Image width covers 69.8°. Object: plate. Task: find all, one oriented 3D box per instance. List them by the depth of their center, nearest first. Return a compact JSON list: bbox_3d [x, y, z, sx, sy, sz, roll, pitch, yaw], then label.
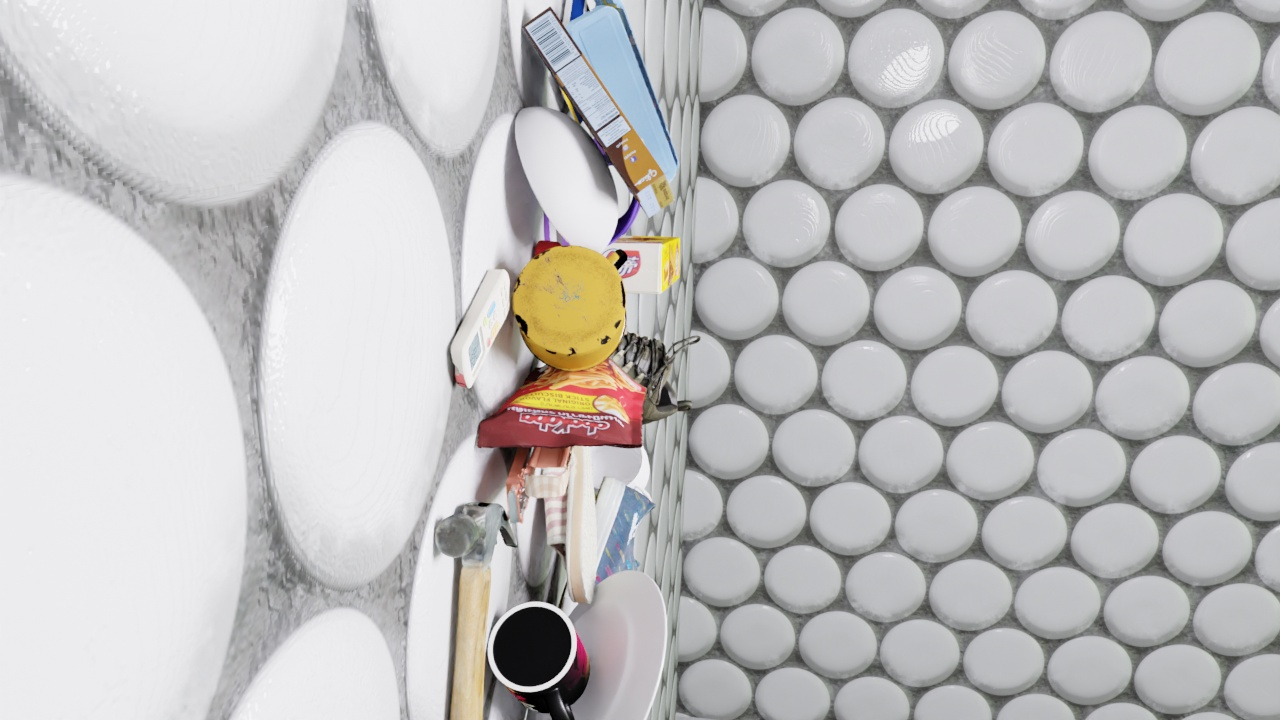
[{"bbox_3d":[-0.056,0.324,0.931,0.243,0.016,0.242,-45,-155,28],"label":"plate"}]

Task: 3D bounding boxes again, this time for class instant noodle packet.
[{"bbox_3d":[-0.069,-0.331,0.989,0.087,0.026,0.134,61,34,-68],"label":"instant noodle packet"}]

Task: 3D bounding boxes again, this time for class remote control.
[{"bbox_3d":[-0.126,-0.028,0.732,0.125,0.018,0.038,-76,167,-52],"label":"remote control"}]

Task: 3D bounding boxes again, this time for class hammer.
[{"bbox_3d":[-0.139,0.278,0.741,0.132,0.033,0.330,-5,99,-84],"label":"hammer"}]

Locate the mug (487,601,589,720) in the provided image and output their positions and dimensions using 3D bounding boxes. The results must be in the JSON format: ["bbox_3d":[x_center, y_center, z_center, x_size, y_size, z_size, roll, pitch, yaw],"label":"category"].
[{"bbox_3d":[-0.087,0.298,0.865,0.098,0.081,0.118,81,-16,-58],"label":"mug"}]

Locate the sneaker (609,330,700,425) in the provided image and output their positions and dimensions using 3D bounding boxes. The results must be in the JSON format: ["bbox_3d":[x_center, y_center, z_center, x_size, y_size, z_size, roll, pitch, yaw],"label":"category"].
[{"bbox_3d":[-0.007,0.006,1.069,0.238,0.143,0.100,59,33,-47],"label":"sneaker"}]

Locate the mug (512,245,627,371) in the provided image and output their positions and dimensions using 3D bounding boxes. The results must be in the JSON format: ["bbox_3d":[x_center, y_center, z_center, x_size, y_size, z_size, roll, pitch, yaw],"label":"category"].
[{"bbox_3d":[-0.054,-0.055,0.815,0.123,0.100,0.094,-48,177,-7],"label":"mug"}]

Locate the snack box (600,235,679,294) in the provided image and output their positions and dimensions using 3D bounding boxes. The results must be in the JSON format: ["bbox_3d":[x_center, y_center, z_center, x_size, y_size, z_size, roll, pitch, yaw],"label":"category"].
[{"bbox_3d":[-0.010,-0.130,1.211,0.230,0.110,0.062,-51,143,-77],"label":"snack box"}]

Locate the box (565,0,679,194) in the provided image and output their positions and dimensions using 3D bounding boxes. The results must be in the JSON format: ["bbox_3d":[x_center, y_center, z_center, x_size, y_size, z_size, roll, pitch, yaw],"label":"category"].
[{"bbox_3d":[-0.025,-0.285,0.996,0.085,0.073,0.209,52,-12,55],"label":"box"}]

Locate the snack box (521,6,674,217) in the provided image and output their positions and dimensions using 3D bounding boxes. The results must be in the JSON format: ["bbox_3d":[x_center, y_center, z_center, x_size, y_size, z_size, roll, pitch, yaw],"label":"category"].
[{"bbox_3d":[-0.036,-0.227,0.857,0.186,0.032,0.101,57,5,6],"label":"snack box"}]

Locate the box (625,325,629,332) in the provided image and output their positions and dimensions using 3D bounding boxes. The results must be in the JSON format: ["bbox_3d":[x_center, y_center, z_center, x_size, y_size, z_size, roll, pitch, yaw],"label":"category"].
[{"bbox_3d":[-0.047,0.023,1.255,0.188,0.058,0.144,79,17,-50],"label":"box"}]

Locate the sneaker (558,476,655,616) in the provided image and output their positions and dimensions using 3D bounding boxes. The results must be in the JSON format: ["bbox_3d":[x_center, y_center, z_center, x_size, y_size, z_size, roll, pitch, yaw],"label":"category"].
[{"bbox_3d":[-0.046,0.262,1.110,0.087,0.079,0.235,114,-5,-74],"label":"sneaker"}]

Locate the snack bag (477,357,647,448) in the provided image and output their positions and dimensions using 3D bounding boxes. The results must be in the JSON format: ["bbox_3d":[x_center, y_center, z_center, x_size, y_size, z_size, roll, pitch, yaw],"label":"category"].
[{"bbox_3d":[-0.059,0.047,0.847,0.207,0.139,0.067,-72,169,-72],"label":"snack bag"}]

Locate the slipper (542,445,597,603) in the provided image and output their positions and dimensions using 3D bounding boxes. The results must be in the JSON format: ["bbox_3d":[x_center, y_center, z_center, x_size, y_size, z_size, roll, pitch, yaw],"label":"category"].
[{"bbox_3d":[-0.082,0.153,1.045,0.262,0.052,0.115,-94,176,-45],"label":"slipper"}]

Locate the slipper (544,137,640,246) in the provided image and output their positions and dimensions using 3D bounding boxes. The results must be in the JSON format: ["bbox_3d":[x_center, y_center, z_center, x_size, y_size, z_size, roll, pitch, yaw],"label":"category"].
[{"bbox_3d":[-0.039,-0.185,1.065,0.265,0.084,0.107,-72,163,-63],"label":"slipper"}]

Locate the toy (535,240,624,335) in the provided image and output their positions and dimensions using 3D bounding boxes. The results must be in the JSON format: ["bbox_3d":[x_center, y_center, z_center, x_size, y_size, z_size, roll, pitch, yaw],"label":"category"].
[{"bbox_3d":[-0.065,-0.052,0.931,0.133,0.088,0.093,53,36,-46],"label":"toy"}]

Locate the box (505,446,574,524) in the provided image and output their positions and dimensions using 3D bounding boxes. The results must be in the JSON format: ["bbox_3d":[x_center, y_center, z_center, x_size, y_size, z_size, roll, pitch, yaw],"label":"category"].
[{"bbox_3d":[-0.088,0.096,0.836,0.071,0.056,0.187,-61,-173,11],"label":"box"}]

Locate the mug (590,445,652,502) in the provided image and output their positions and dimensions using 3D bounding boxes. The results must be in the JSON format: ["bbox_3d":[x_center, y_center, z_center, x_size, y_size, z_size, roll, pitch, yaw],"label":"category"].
[{"bbox_3d":[-0.028,0.146,1.204,0.094,0.115,0.068,-45,160,-13],"label":"mug"}]

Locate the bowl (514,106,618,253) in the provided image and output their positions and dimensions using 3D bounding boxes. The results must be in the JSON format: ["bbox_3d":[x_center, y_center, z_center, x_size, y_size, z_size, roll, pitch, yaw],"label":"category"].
[{"bbox_3d":[-0.057,-0.173,0.850,0.149,0.043,0.149,53,24,-36],"label":"bowl"}]
